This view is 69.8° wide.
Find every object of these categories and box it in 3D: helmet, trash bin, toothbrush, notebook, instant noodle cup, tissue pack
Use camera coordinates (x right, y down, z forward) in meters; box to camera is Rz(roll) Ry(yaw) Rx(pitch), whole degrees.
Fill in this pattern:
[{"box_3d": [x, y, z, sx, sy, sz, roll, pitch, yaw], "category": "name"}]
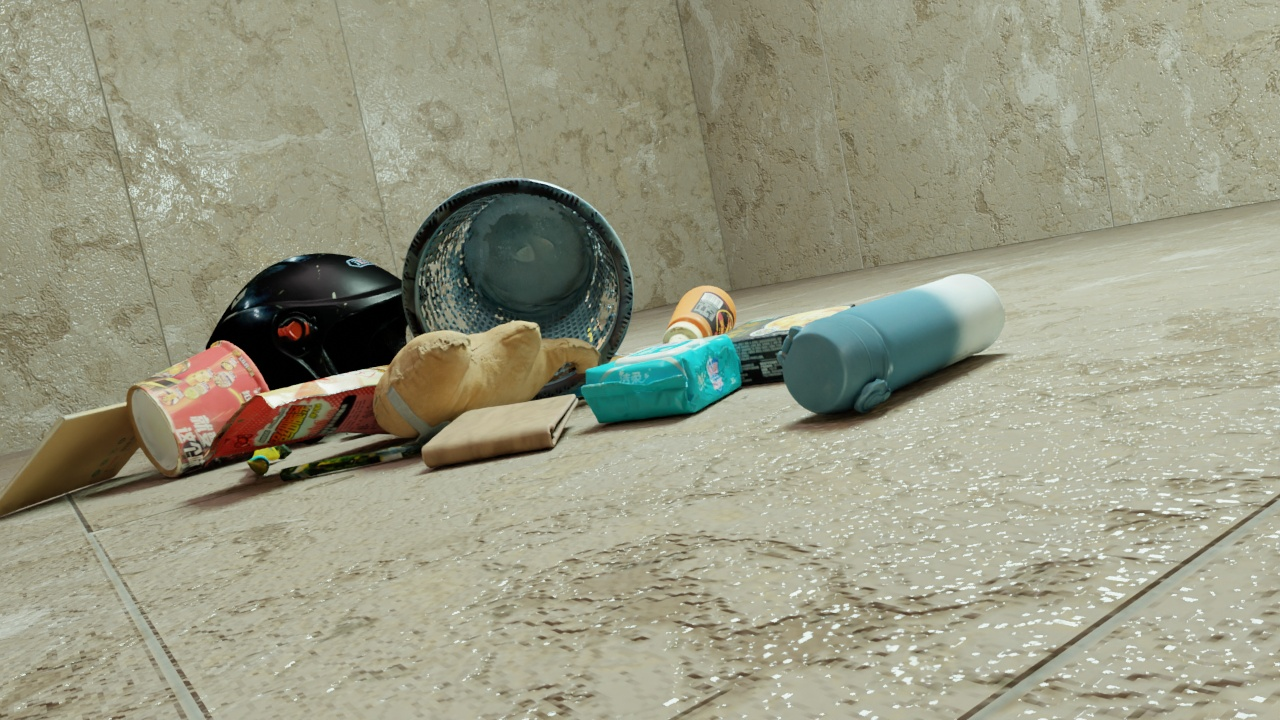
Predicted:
[{"box_3d": [-0.397, -0.023, 1.142, 0.275, 0.230, 0.233, -50, -3, 12], "category": "helmet"}, {"box_3d": [-0.122, -0.093, 0.984, 0.226, 0.227, 0.195, -11, 19, 2], "category": "trash bin"}, {"box_3d": [-0.216, 0.081, 0.773, 0.186, 0.012, 0.017, -11, 16, 5], "category": "toothbrush"}, {"box_3d": [-0.612, 0.099, 1.023, 0.148, 0.008, 0.207, -48, 0, 8], "category": "notebook"}, {"box_3d": [-0.487, 0.060, 1.015, 0.138, 0.138, 0.108, -7, 15, 42], "category": "instant noodle cup"}, {"box_3d": [0.020, 0.014, 0.755, 0.093, 0.050, 0.133, -8, 6, 27], "category": "tissue pack"}]

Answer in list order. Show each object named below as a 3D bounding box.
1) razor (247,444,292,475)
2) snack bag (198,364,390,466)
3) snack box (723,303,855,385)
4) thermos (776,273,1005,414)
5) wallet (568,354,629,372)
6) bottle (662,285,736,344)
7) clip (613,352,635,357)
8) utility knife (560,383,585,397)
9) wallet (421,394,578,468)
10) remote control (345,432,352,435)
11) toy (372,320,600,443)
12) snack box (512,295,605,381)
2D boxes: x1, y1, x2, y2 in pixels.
[{"box_3d": [-0.364, 0.093, 0.886, 0.028, 0.043, 0.133, -40, 16, -12], "category": "razor"}, {"box_3d": [-0.283, 0.047, 0.842, 0.129, 0.073, 0.207, -32, -13, 32], "category": "snack bag"}, {"box_3d": [0.135, -0.012, 0.834, 0.113, 0.053, 0.125, -8, 11, 33], "category": "snack box"}, {"box_3d": [0.178, -0.013, 0.634, 0.070, 0.070, 0.219, -7, 8, 44], "category": "thermos"}, {"box_3d": [-0.006, 0.006, 1.035, 0.132, 0.031, 0.107, -10, 2, 24], "category": "wallet"}, {"box_3d": [0.058, -0.033, 0.980, 0.067, 0.067, 0.149, -10, 16, 22], "category": "bottle"}, {"box_3d": [-0.015, 0.001, 1.178, 0.056, 0.024, 0.026, -5, 9, 11], "category": "clip"}, {"box_3d": [0.001, 0.018, 0.951, 0.203, 0.018, 0.034, -10, 9, 12], "category": "utility knife"}, {"box_3d": [-0.107, 0.053, 0.727, 0.101, 0.020, 0.115, -10, 12, 8], "category": "wallet"}, {"box_3d": [-0.273, 0.063, 1.046, 0.124, 0.024, 0.049, -12, 5, -15], "category": "remote control"}, {"box_3d": [-0.140, 0.016, 0.847, 0.144, 0.082, 0.225, -37, -16, 37], "category": "toy"}, {"box_3d": [-0.104, -0.021, 1.114, 0.093, 0.077, 0.094, -10, 32, 18], "category": "snack box"}]
